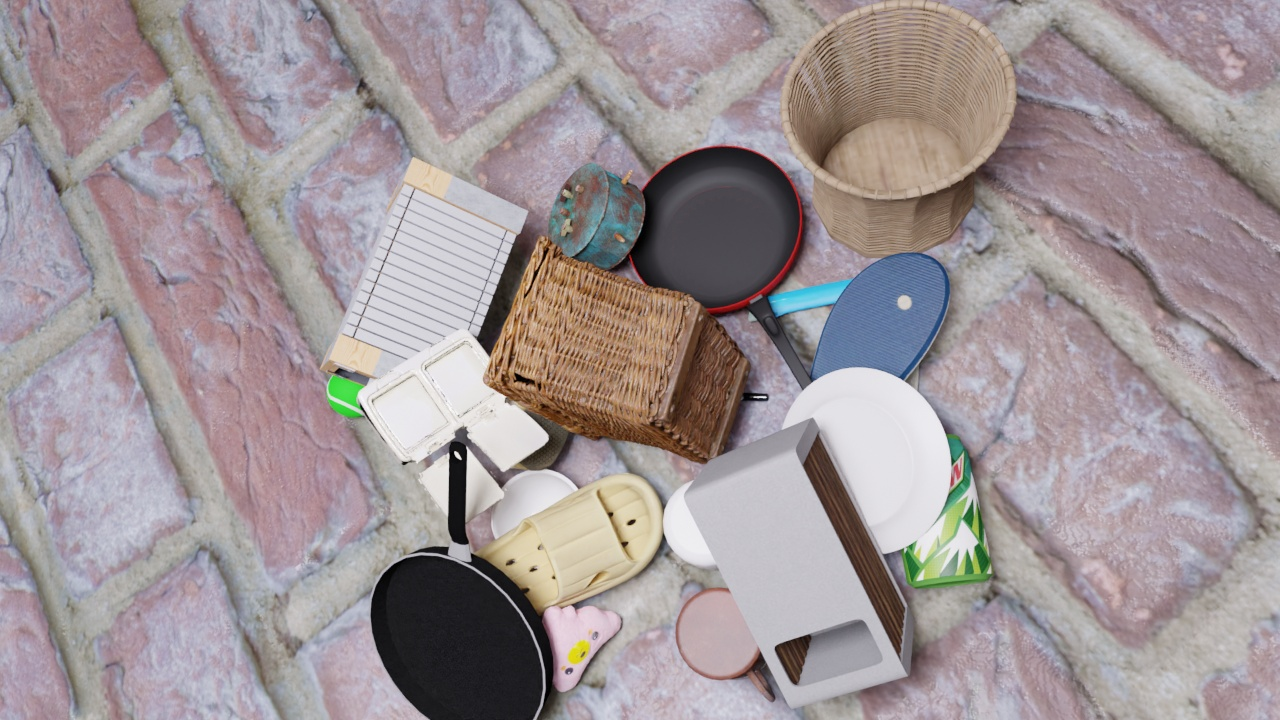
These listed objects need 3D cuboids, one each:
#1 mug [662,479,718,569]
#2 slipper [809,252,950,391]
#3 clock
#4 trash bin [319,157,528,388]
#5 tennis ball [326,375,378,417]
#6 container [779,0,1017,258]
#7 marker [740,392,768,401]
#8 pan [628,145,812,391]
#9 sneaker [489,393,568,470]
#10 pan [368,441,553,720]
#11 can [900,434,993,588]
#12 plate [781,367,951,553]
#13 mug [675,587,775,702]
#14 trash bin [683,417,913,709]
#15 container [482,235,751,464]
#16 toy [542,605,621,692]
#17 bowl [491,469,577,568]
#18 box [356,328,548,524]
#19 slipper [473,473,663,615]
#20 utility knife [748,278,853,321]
[{"bbox_3d":[0.085,0.174,0.988,0.116,0.068,0.094,-17,69,9],"label":"mug"},{"bbox_3d":[0.243,0.021,1.003,0.118,0.060,0.295,23,93,26],"label":"slipper"},{"bbox_3d":[-0.071,-0.170,1.119,0.158,0.073,0.121,-15,62,48],"label":"clock"},{"bbox_3d":[-0.259,-0.081,1.089,0.142,0.143,0.246,23,77,-19],"label":"trash bin"},{"bbox_3d":[-0.359,0.039,1.150,0.065,0.065,0.065,-4,72,13],"label":"tennis ball"},{"bbox_3d":[0.275,-0.236,0.999,0.227,0.196,0.226,-4,72,13],"label":"container"},{"bbox_3d":[0.072,0.040,1.065,0.152,0.011,0.011,2,73,15],"label":"marker"},{"bbox_3d":[0.119,-0.094,1.062,0.209,0.067,0.356,-30,68,7],"label":"pan"},{"bbox_3d":[-0.123,0.023,1.091,0.103,0.089,0.241,-14,50,45],"label":"sneaker"},{"bbox_3d":[-0.186,0.241,0.955,0.225,0.034,0.357,14,113,22],"label":"pan"},{"bbox_3d":[0.300,0.153,0.929,0.083,0.083,0.144,-9,71,12],"label":"can"},{"bbox_3d":[0.217,0.102,0.924,0.189,0.016,0.188,2,92,40],"label":"plate"},{"bbox_3d":[0.096,0.291,0.928,0.096,0.110,0.123,-41,67,5],"label":"mug"},{"bbox_3d":[0.155,0.190,0.875,0.115,0.114,0.229,-26,94,22],"label":"trash bin"},{"bbox_3d":[-0.005,0.006,0.955,0.183,0.250,0.162,15,80,26],"label":"container"},{"bbox_3d":[-0.076,0.299,0.986,0.102,0.093,0.050,-50,34,-9],"label":"toy"},{"bbox_3d":[-0.111,0.180,1.049,0.110,0.040,0.110,-1,82,8],"label":"bowl"},{"bbox_3d":[-0.196,0.065,0.977,0.145,0.066,0.186,-37,71,-22],"label":"box"},{"bbox_3d":[-0.095,0.215,0.982,0.261,0.079,0.111,-28,83,4],"label":"slipper"},{"bbox_3d":[0.220,-0.075,1.059,0.196,0.015,0.031,-11,71,16],"label":"utility knife"}]
